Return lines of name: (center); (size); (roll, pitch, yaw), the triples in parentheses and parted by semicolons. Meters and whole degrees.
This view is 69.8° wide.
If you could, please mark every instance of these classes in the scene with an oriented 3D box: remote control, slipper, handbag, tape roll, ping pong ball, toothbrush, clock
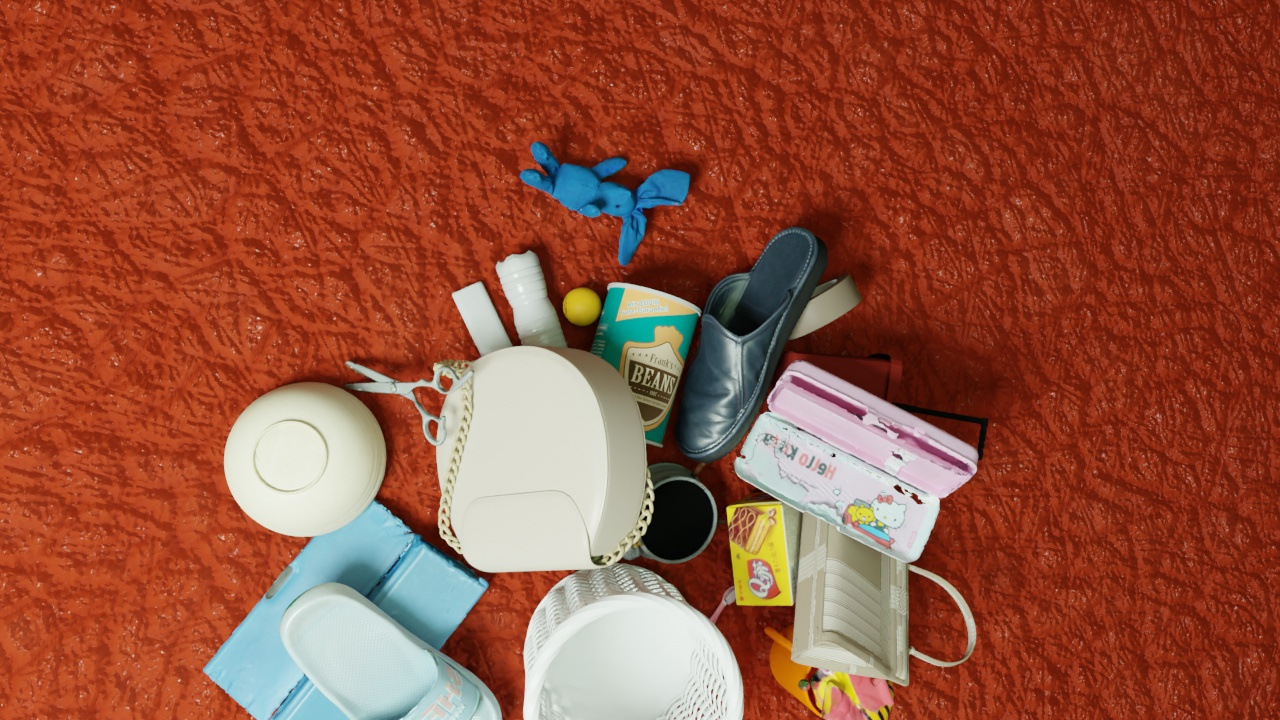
remote control: (-0.151, -0.017, 0.945); (0.033, 0.012, 0.131); (-26, 94, -12)
slipper: (0.091, -0.028, 0.935); (0.083, 0.109, 0.265); (28, 89, -36)
handbag: (0.254, 0.239, 0.920); (0.198, 0.062, 0.175); (24, 50, -12)
tape roll: (0.188, -0.057, 0.982); (0.093, 0.094, 0.030); (-31, 95, -12)
slipper: (-0.229, 0.303, 0.846); (0.104, 0.074, 0.245); (-45, 111, -11)
ping pong ball: (-0.060, -0.056, 0.952); (0.040, 0.040, 0.040); (0, 88, -13)
toothbrush: (0.064, 0.298, 0.984); (0.021, 0.016, 0.135); (38, 81, -4)
handbag: (-0.101, 0.091, 0.854); (0.103, 0.211, 0.208); (2, 79, -55)
clock: (0.017, 0.168, 0.956); (0.147, 0.056, 0.104); (-28, 104, -17)

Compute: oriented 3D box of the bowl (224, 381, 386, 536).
bowl: (-0.321, 0.092, 0.862); (0.150, 0.075, 0.150); (1, 84, -7)

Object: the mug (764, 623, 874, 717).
mug: (0.176, 0.316, 0.968); (0.112, 0.096, 0.077); (37, 81, -9)

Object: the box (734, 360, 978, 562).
box: (0.203, 0.100, 0.878); (0.201, 0.111, 0.101); (28, 58, 4)

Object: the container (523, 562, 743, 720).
container: (-0.017, 0.299, 0.870); (0.189, 0.187, 0.189); (0, 87, -8)

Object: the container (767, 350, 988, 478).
container: (0.242, 0.064, 0.974); (0.201, 0.127, 0.148); (10, 86, -3)

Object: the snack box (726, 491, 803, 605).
snack box: (0.135, 0.194, 0.961); (0.061, 0.083, 0.105); (-6, 89, 24)

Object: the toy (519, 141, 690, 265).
toy: (-0.044, -0.167, 0.947); (0.176, 0.071, 0.112); (16, 87, -22)

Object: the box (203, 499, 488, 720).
box: (-0.284, 0.263, 0.887); (0.175, 0.060, 0.231); (38, 81, -8)

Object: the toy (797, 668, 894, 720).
toy: (0.208, 0.328, 0.903); (0.103, 0.046, 0.084); (32, 60, -12)

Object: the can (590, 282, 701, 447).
can: (-0.006, 0.005, 0.933); (0.099, 0.099, 0.144); (18, 85, -12)

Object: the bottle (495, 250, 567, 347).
bottle: (-0.107, -0.042, 0.939); (0.044, 0.044, 0.136); (-19, 93, -13)

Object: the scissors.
scissors: (-0.222, 0.018, 0.869); (0.153, 0.014, 0.131); (43, 118, 19)
